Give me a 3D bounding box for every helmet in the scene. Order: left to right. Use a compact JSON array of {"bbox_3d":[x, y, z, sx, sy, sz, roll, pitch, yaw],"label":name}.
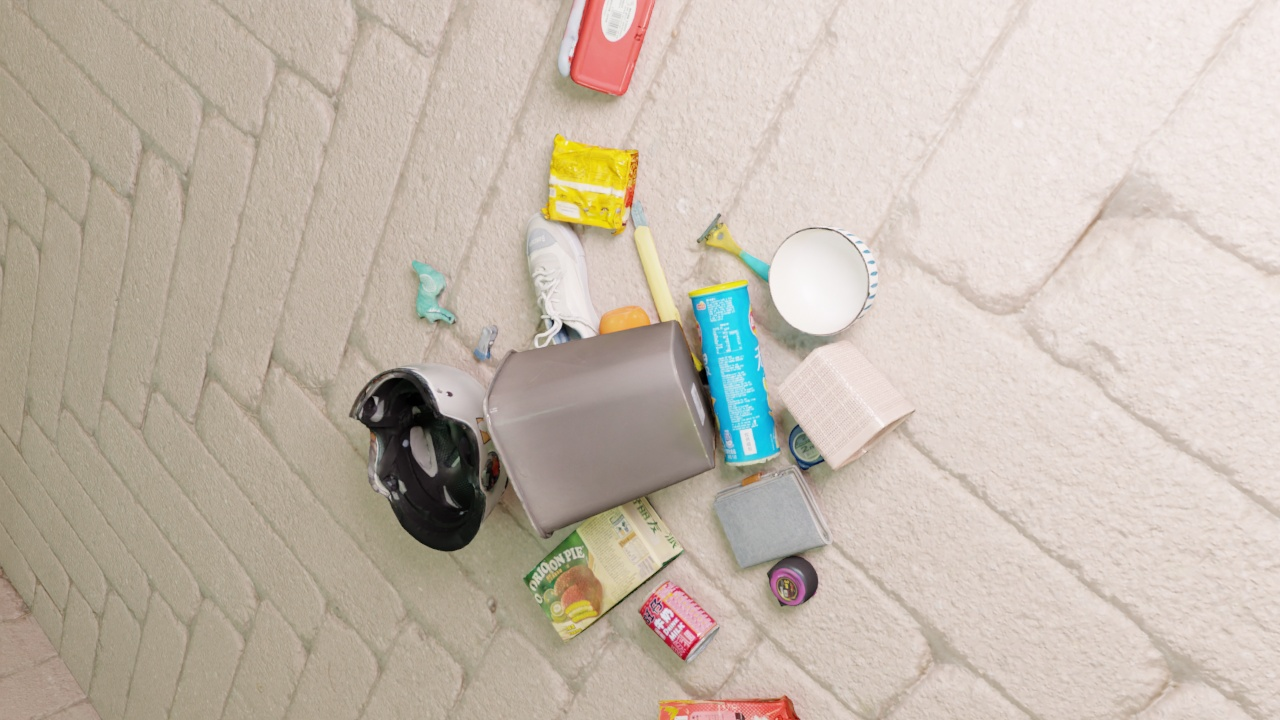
[{"bbox_3d":[-0.282,0.122,1.341,0.231,0.156,0.274,-9,107,35],"label":"helmet"}]

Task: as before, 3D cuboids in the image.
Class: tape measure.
[{"bbox_3d":[0.186,0.266,1.110,0.058,0.039,0.057,-29,84,42],"label":"tape measure"},{"bbox_3d":[0.201,0.095,1.064,0.058,0.025,0.054,-30,83,28],"label":"tape measure"}]

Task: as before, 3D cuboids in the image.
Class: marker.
[{"bbox_3d":[0.083,0.024,1.140,0.124,0.015,0.018,51,126,11],"label":"marker"}]

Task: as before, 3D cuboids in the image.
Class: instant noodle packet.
[{"bbox_3d":[-0.066,-0.224,1.166,0.128,0.044,0.111,17,105,28],"label":"instant noodle packet"}]

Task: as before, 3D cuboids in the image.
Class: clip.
[{"bbox_3d":[-0.226,-0.027,1.347,0.026,0.037,0.058,40,121,24],"label":"clip"}]

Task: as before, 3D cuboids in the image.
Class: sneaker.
[{"bbox_3d":[-0.111,-0.078,1.206,0.090,0.090,0.242,-22,87,36],"label":"sneaker"}]

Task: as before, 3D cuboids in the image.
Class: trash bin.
[{"bbox_3d":[-0.037,0.069,1.079,0.220,0.198,0.199,-16,111,11],"label":"trash bin"}]

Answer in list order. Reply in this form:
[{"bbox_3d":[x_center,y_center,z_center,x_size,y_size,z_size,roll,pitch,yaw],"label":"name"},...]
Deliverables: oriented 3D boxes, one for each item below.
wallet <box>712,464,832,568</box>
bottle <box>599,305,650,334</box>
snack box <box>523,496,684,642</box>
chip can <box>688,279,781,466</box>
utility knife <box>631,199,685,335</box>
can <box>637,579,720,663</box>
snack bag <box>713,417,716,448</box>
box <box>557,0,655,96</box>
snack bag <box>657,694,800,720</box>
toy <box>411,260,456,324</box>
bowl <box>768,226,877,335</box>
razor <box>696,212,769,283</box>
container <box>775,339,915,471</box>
[{"bbox_3d":[0.157,0.187,1.112,0.130,0.036,0.106,-27,85,39],"label":"wallet"},{"bbox_3d":[-0.007,0.007,1.174,0.067,0.066,0.149,-5,106,37],"label":"bottle"},{"bbox_3d":[-0.056,0.285,1.275,0.114,0.063,0.241,53,126,14],"label":"snack box"},{"bbox_3d":[0.112,0.014,1.080,0.071,0.071,0.210,-8,98,37],"label":"chip can"},{"bbox_3d":[0.018,-0.111,1.148,0.031,0.019,0.182,-16,98,33],"label":"utility knife"},{"bbox_3d":[0.049,0.342,1.210,0.094,0.066,0.067,41,122,21],"label":"can"},{"bbox_3d":[0.050,0.096,1.172,0.105,0.026,0.045,-5,90,35],"label":"snack bag"},{"bbox_3d":[-0.033,-0.428,1.095,0.094,0.100,0.201,14,115,-11],"label":"box"},{"bbox_3d":[0.124,0.496,1.202,0.208,0.073,0.128,-12,99,32],"label":"snack bag"},{"bbox_3d":[-0.314,-0.096,1.389,0.096,0.030,0.092,29,122,19],"label":"toy"},{"bbox_3d":[0.204,-0.089,0.990,0.117,0.066,0.116,10,107,35],"label":"bowl"},{"bbox_3d":[0.125,-0.119,1.063,0.132,0.028,0.043,40,90,25],"label":"razor"},{"bbox_3d":[0.219,0.045,1.001,0.111,0.090,0.090,52,125,18],"label":"container"}]
